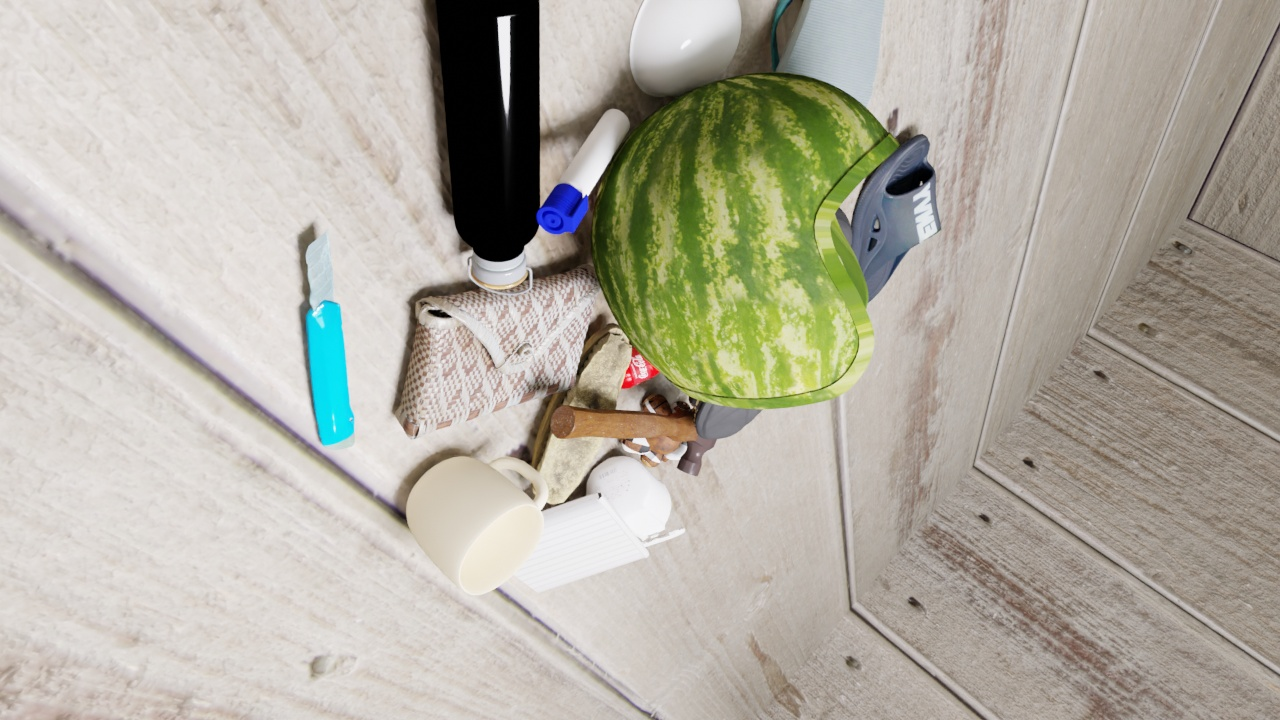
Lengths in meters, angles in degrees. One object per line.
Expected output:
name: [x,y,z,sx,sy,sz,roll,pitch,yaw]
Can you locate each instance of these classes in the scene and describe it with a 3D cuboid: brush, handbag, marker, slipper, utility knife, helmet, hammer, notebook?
brush: [-0.058,0.054,0.886,0.059,0.043,0.196,19,109,-21]
handbag: [-0.111,-0.009,0.760,0.185,0.047,0.124,-18,137,-45]
marker: [-0.038,-0.141,0.674,0.023,0.027,0.132,91,18,-47]
slipper: [0.328,-0.159,1.185,0.110,0.083,0.269,-32,147,-29]
utility knife: [-0.218,-0.005,0.643,0.031,0.015,0.206,-29,148,-37]
helmet: [0.081,-0.100,0.737,0.212,0.243,0.247,-49,137,-69]
hammer: [0.009,0.062,0.900,0.322,0.033,0.115,9,101,-63]
slipper: [0.117,-0.039,0.910,0.112,0.076,0.268,7,116,-46]
notebook: [-0.081,0.205,1.010,0.143,0.009,0.210,-19,149,5]
slipper: [0.166,-0.295,0.803,0.098,0.054,0.269,5,110,-21]

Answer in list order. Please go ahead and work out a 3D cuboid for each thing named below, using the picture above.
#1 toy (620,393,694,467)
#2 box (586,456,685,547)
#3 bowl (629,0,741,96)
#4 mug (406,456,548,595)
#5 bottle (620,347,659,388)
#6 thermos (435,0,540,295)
toy: [0.034,0.085,1.064,0.087,0.067,0.112,-57,160,9]
box: [-0.003,0.175,1.081,0.083,0.092,0.166,-30,154,6]
bowl: [0.045,-0.251,0.716,0.109,0.040,0.110,-35,147,-27]
mug: [-0.144,0.130,0.813,0.120,0.100,0.096,-41,148,-22]
bottle: [-0.006,0.005,0.931,0.118,0.036,0.036,-25,143,-20]
thermos: [-0.098,-0.134,0.621,0.061,0.061,0.232,-32,145,-32]
